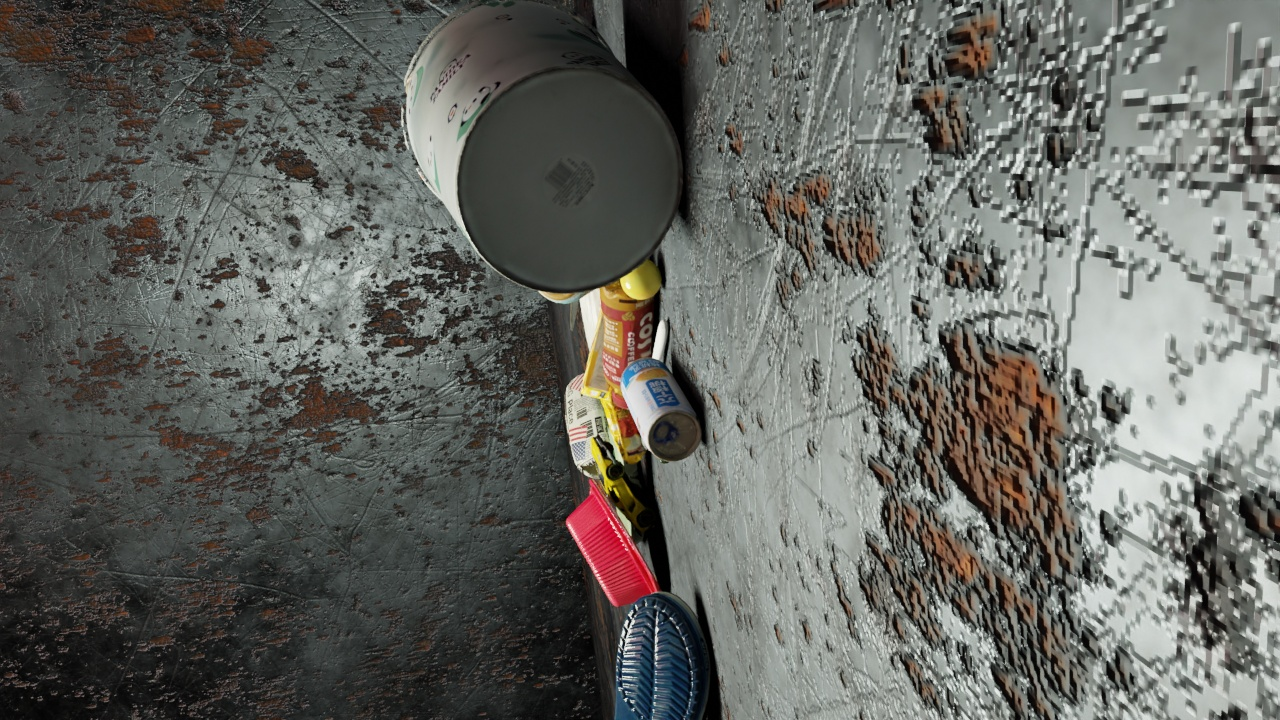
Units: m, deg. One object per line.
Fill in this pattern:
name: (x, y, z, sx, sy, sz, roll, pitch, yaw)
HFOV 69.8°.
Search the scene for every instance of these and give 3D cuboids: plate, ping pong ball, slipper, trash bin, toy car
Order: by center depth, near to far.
trash bin: (-0.086, -0.189, 0.815, 0.251, 0.229, 0.230, -123, 25, -58)
ping pong ball: (0.001, -0.079, 0.895, 0.040, 0.040, 0.040, 171, 91, -82)
slipper: (0.031, 0.366, 0.994, 0.095, 0.105, 0.253, -18, -60, -57)
toy car: (-0.027, 0.160, 1.192, 0.156, 0.041, 0.071, 61, 176, -29)
plate: (-0.056, -0.087, 1.251, 0.205, 0.045, 0.205, 170, 91, -84)
plate: (-0.025, 0.165, 1.371, 0.230, 0.027, 0.230, 171, 91, -81)

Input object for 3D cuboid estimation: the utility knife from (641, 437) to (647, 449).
utility knife: (-0.007, 0.006, 1.102, 0.029, 0.013, 0.221, 98, 167, -53)

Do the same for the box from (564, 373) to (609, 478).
box: (-0.074, 0.095, 1.399, 0.088, 0.076, 0.162, -51, 37, 40)

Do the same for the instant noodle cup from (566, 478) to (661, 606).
instant noodle cup: (-0.040, 0.255, 1.220, 0.194, 0.065, 0.194, 57, 171, 14)

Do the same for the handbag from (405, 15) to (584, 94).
handbag: (-0.178, -0.358, 1.159, 0.193, 0.234, 0.093, -161, 65, -81)

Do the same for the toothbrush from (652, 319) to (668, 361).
toothbrush: (0.018, 0.011, 0.969, 0.180, 0.016, 0.016, 98, 155, -56)

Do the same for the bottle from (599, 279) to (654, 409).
bottle: (-0.013, -0.021, 0.990, 0.057, 0.057, 0.175, -107, 11, -46)

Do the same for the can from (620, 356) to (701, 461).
can: (0.018, 0.044, 0.860, 0.134, 0.053, 0.053, -118, 21, -67)

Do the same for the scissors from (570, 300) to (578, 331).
scissors: (-0.094, -0.122, 1.338, 0.014, 0.159, 0.181, 37, 116, 40)

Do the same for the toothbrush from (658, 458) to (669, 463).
toothbrush: (0.010, 0.065, 1.084, 0.185, 0.012, 0.017, -113, 22, -60)

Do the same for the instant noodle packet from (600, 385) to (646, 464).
instant noodle packet: (-0.024, 0.071, 1.199, 0.128, 0.044, 0.111, -137, 34, -81)

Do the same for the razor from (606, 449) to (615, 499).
razor: (-0.047, 0.176, 1.356, 0.143, 0.022, 0.042, 96, 166, -62)

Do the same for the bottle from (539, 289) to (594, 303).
bottle: (-0.058, -0.113, 1.002, 0.189, 0.068, 0.068, -45, -49, -67)

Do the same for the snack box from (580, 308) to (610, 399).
snack box: (-0.040, -0.027, 1.096, 0.087, 0.033, 0.140, 135, 150, -81)
